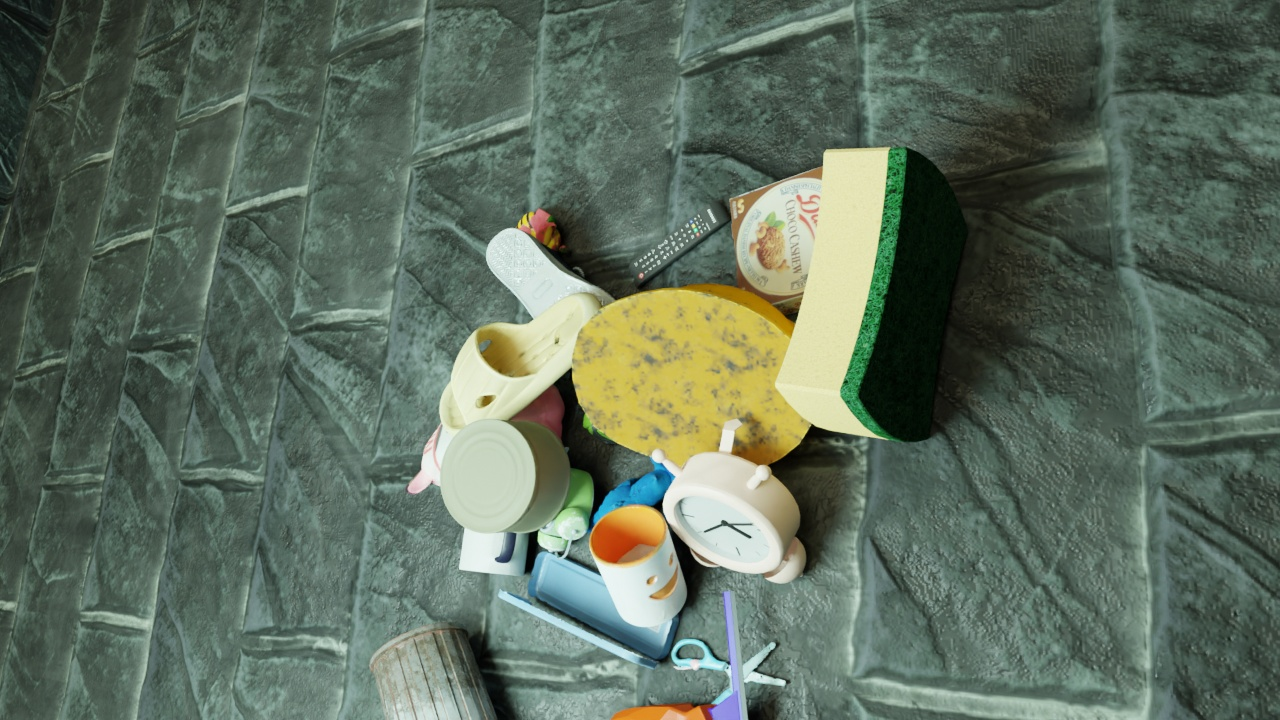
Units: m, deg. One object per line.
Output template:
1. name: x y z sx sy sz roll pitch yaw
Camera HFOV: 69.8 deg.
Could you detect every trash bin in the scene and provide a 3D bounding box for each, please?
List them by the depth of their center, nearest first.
1. trash bin: -0.227 0.429 1.061 0.131 0.130 0.211 -41 56 18

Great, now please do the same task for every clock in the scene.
1. clock: 0.096 0.148 0.921 0.131 0.160 0.086 5 38 36
2. clock: -0.088 0.172 1.072 0.095 0.042 0.119 135 143 -54

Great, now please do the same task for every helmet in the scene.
1. helmet: 0.070 0.000 0.970 0.256 0.131 0.205 4 117 22

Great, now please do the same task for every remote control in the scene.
1. remote control: 0.044 -0.139 1.112 0.147 0.015 0.033 -35 59 22

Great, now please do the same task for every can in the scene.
1. can: -0.150 0.128 1.019 0.128 0.073 0.127 -4 81 25

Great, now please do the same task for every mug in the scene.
1. mug: 0.000 0.216 0.964 0.082 0.105 0.082 -12 37 9
2. mug: -0.169 0.207 1.105 0.112 0.078 0.096 155 123 -66

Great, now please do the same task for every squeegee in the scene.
1. squeegee: 0.032 0.371 0.936 0.185 0.055 0.249 -22 66 45

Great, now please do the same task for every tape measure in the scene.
1. tape measure: -0.031 0.072 1.073 0.059 0.065 0.035 -4 66 27

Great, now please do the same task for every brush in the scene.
1. brush: 0.222 -0.055 0.852 0.075 0.195 0.250 8 81 36

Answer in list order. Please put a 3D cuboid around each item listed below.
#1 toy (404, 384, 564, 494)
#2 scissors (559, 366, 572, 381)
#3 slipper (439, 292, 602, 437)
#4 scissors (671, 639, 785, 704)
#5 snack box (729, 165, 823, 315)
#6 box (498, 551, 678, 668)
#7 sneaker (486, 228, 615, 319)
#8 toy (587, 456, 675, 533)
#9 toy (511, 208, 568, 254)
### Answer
1. toy: -0.193 0.105 1.157 0.214 0.084 0.141 -19 37 24
2. scissors: -0.115 -0.001 1.180 0.131 0.019 0.149 -46 55 16
3. slipper: -0.157 0.001 1.070 0.262 0.079 0.111 -34 49 21
4. scissors: 0.087 0.339 0.942 0.139 0.015 0.119 -3 75 40
5. snack box: 0.175 -0.129 1.002 0.147 0.041 0.143 -15 68 31
6. box: -0.065 0.277 1.027 0.211 0.078 0.072 15 88 37
7. sneaker: -0.097 -0.078 1.153 0.235 0.087 0.089 43 95 13
8. toy: -0.002 0.149 1.029 0.177 0.071 0.112 -40 68 18
9. toy: -0.141 -0.162 1.232 0.103 0.046 0.084 46 117 40
